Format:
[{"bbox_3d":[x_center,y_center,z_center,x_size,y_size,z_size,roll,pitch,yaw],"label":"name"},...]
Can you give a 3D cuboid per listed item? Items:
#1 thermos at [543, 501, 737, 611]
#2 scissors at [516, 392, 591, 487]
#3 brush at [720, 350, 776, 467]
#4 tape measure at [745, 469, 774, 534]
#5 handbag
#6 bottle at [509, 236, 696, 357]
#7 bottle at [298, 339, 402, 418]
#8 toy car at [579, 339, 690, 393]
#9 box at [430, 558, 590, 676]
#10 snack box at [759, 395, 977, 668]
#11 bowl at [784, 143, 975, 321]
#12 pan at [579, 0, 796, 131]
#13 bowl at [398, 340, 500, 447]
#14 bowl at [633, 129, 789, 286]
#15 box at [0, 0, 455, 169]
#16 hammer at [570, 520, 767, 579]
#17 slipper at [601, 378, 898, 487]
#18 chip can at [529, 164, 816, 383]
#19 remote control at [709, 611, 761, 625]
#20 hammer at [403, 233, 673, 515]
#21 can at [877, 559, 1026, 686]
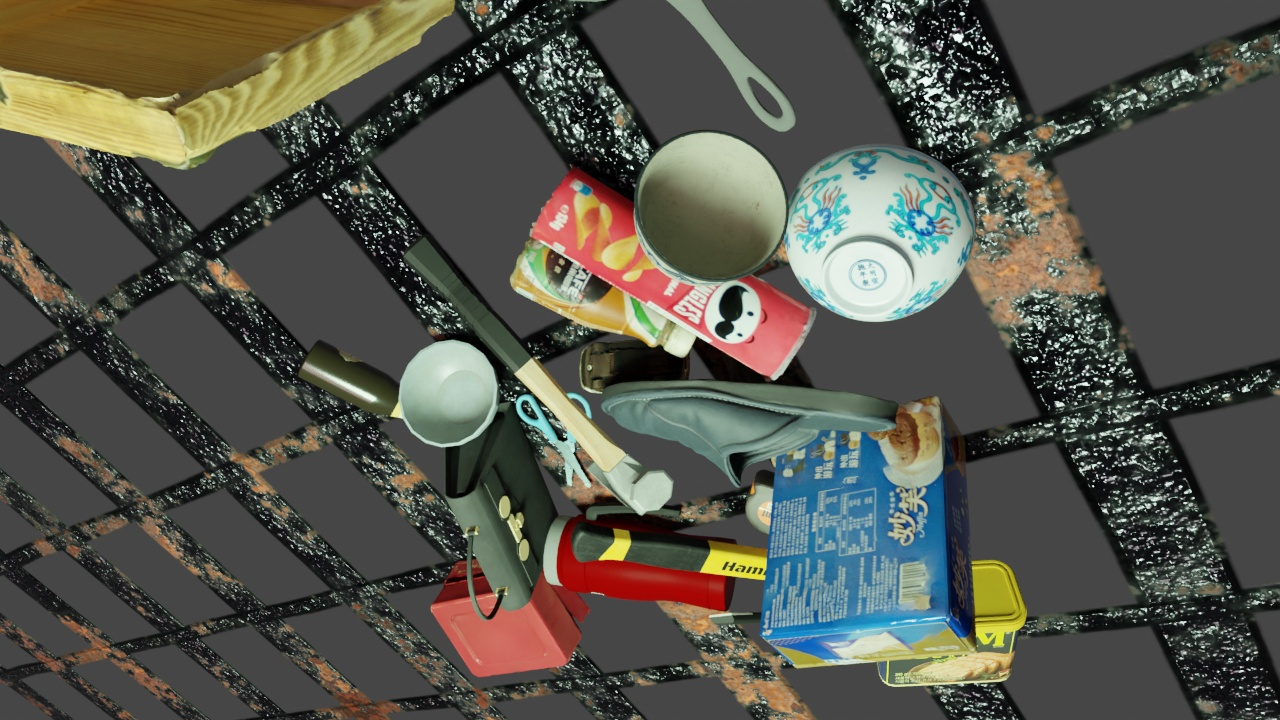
[{"bbox_3d":[0.001,0.206,0.992,0.199,0.083,0.108,5,100,16],"label":"thermos"},{"bbox_3d":[-0.093,0.084,0.969,0.095,0.015,0.143,11,125,12],"label":"scissors"},{"bbox_3d":[0.113,0.045,0.853,0.039,0.012,0.151,-6,125,26],"label":"brush"},{"bbox_3d":[0.135,0.140,0.909,0.058,0.038,0.059,17,118,8],"label":"tape measure"},{"bbox_3d":[-0.151,0.175,0.936,0.072,0.195,0.176,-11,124,9],"label":"handbag"},{"bbox_3d":[-0.029,-0.053,0.799,0.167,0.059,0.059,27,133,-1],"label":"bottle"},{"bbox_3d":[-0.272,0.040,0.986,0.184,0.045,0.046,29,133,-12],"label":"bottle"},{"bbox_3d":[-0.005,0.005,0.849,0.113,0.048,0.040,-3,170,27],"label":"toy car"},{"bbox_3d":[-0.161,0.312,1.132,0.158,0.097,0.130,-16,115,32],"label":"box"},{"bbox_3d":[0.190,0.143,0.769,0.155,0.202,0.069,-18,133,32],"label":"snack box"},{"bbox_3d":[0.172,-0.079,0.685,0.144,0.074,0.144,11,131,13],"label":"bowl"},{"bbox_3d":[-0.010,-0.289,0.621,0.217,0.024,0.354,-30,112,38],"label":"pan"},{"bbox_3d":[-0.186,0.035,0.924,0.106,0.106,0.039,8,174,16],"label":"bowl"},{"bbox_3d":[0.048,-0.108,0.696,0.115,0.115,0.059,30,167,-3],"label":"bowl"},{"bbox_3d":[-0.266,-0.290,0.504,0.279,0.335,0.287,13,133,19],"label":"box"},{"bbox_3d":[0.089,0.189,0.883,0.324,0.034,0.170,11,123,-19],"label":"hammer"},{"bbox_3d":[0.082,0.066,0.791,0.266,0.083,0.109,3,169,25],"label":"slipper"},{"bbox_3d":[0.026,-0.071,0.754,0.233,0.073,0.073,31,132,-3],"label":"chip can"},{"bbox_3d":[0.118,0.279,0.995,0.028,0.011,0.124,-17,159,32],"label":"remote control"},{"bbox_3d":[-0.099,0.015,0.860,0.328,0.039,0.131,48,167,-7],"label":"hammer"},{"bbox_3d":[0.297,0.260,0.900,0.135,0.075,0.104,-5,129,7],"label":"can"}]
